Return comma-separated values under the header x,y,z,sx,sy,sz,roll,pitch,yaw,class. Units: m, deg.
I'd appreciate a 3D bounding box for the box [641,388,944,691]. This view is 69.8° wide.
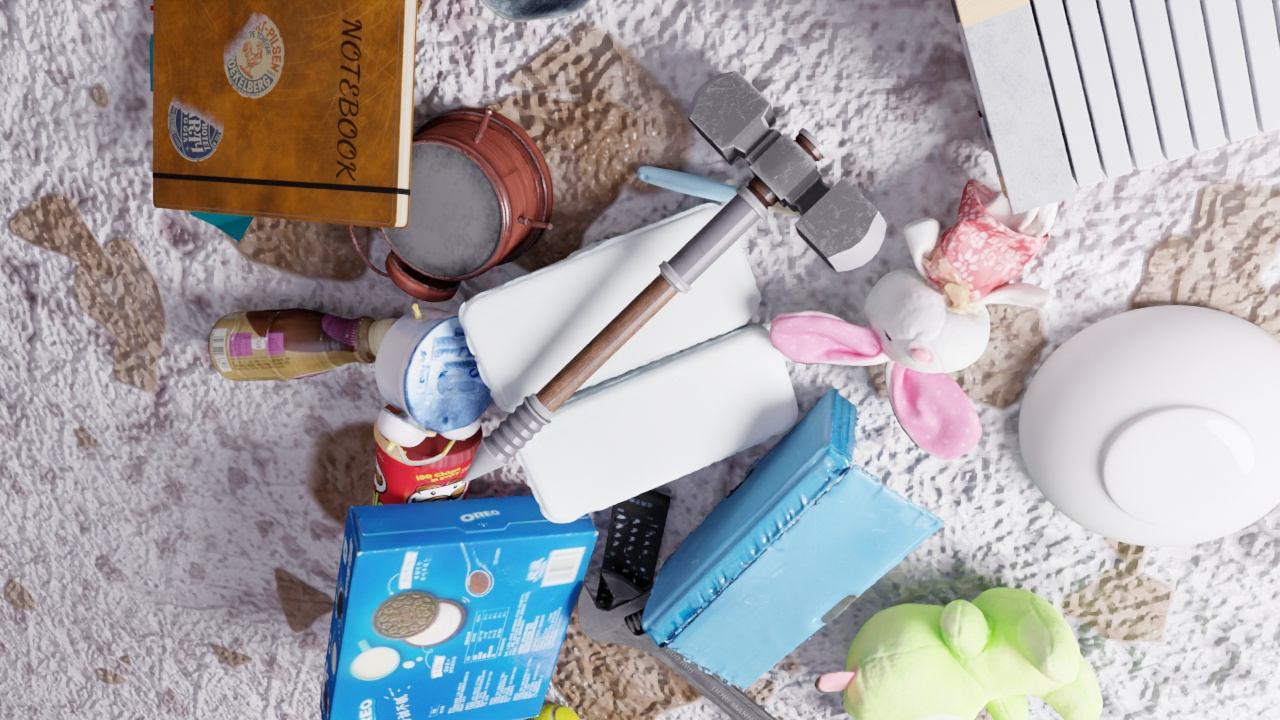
x,y,z,sx,sy,sz,roll,pitch,yaw,class
0.112,0.146,0.701,0.111,0.094,0.232,36,118,-5,box

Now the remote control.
x,y,z,sx,sy,sz,roll,pitch,yaw,class
-0.008,0.168,0.788,0.047,0.022,0.150,16,120,8,remote control

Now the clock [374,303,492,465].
x,y,z,sx,sy,sz,roll,pitch,yaw,class
-0.151,0.020,0.679,0.052,0.088,0.125,19,104,36,clock

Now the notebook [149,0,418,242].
x,y,z,sx,sy,sz,roll,pitch,yaw,class
-0.265,-0.175,0.650,0.250,0.014,0.178,8,99,24,notebook

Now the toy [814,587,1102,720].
x,y,z,sx,sy,sz,roll,pitch,yaw,class
0.240,0.235,0.706,0.197,0.107,0.150,-14,133,31,toy

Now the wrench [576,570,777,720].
x,y,z,sx,sy,sz,roll,pitch,yaw,class
0.051,0.275,0.802,0.273,0.018,0.073,43,97,-15,wrench

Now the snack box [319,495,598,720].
x,y,z,sx,sy,sz,roll,pitch,yaw,class
-0.158,0.223,0.776,0.195,0.056,0.239,1,123,-28,snack box

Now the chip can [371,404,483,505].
x,y,z,sx,sy,sz,roll,pitch,yaw,class
-0.194,0.141,0.793,0.087,0.086,0.214,19,120,7,chip can

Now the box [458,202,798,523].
x,y,z,sx,sy,sz,roll,pitch,yaw,class
-0.002,0.006,0.654,0.209,0.045,0.191,-20,110,-4,box

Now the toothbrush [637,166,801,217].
x,y,z,sx,sy,sz,roll,pitch,yaw,class
0.069,-0.112,0.623,0.155,0.016,0.022,16,138,18,toothbrush

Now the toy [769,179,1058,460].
x,y,z,sx,sy,sz,roll,pitch,yaw,class
0.196,-0.038,0.592,0.159,0.084,0.195,36,120,1,toy

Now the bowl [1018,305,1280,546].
x,y,z,sx,sy,sz,roll,pitch,yaw,class
0.345,0.056,0.601,0.177,0.066,0.177,7,116,14,bowl

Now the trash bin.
x,y,z,sx,sy,sz,roll,pitch,yaw,class
0.288,-0.195,0.454,0.247,0.142,0.142,-15,109,23,trash bin

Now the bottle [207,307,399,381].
x,y,z,sx,sy,sz,roll,pitch,yaw,class
-0.270,-0.015,0.756,0.166,0.059,0.060,-2,114,17,bottle

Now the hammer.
x,y,z,sx,sy,sz,roll,pitch,yaw,class
-0.005,-0.028,0.602,0.322,0.043,0.156,-44,80,9,hammer

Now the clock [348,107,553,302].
x,y,z,sx,sy,sz,roll,pitch,yaw,class
-0.143,-0.110,0.664,0.158,0.072,0.120,-21,107,24,clock

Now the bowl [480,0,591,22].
x,y,z,sx,sy,sz,roll,pitch,yaw,class
-0.063,-0.270,0.573,0.110,0.055,0.110,6,116,13,bowl

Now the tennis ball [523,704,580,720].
x,y,z,sx,sy,sz,roll,pitch,yaw,class
-0.085,0.364,0.878,0.065,0.065,0.065,7,116,13,tennis ball
